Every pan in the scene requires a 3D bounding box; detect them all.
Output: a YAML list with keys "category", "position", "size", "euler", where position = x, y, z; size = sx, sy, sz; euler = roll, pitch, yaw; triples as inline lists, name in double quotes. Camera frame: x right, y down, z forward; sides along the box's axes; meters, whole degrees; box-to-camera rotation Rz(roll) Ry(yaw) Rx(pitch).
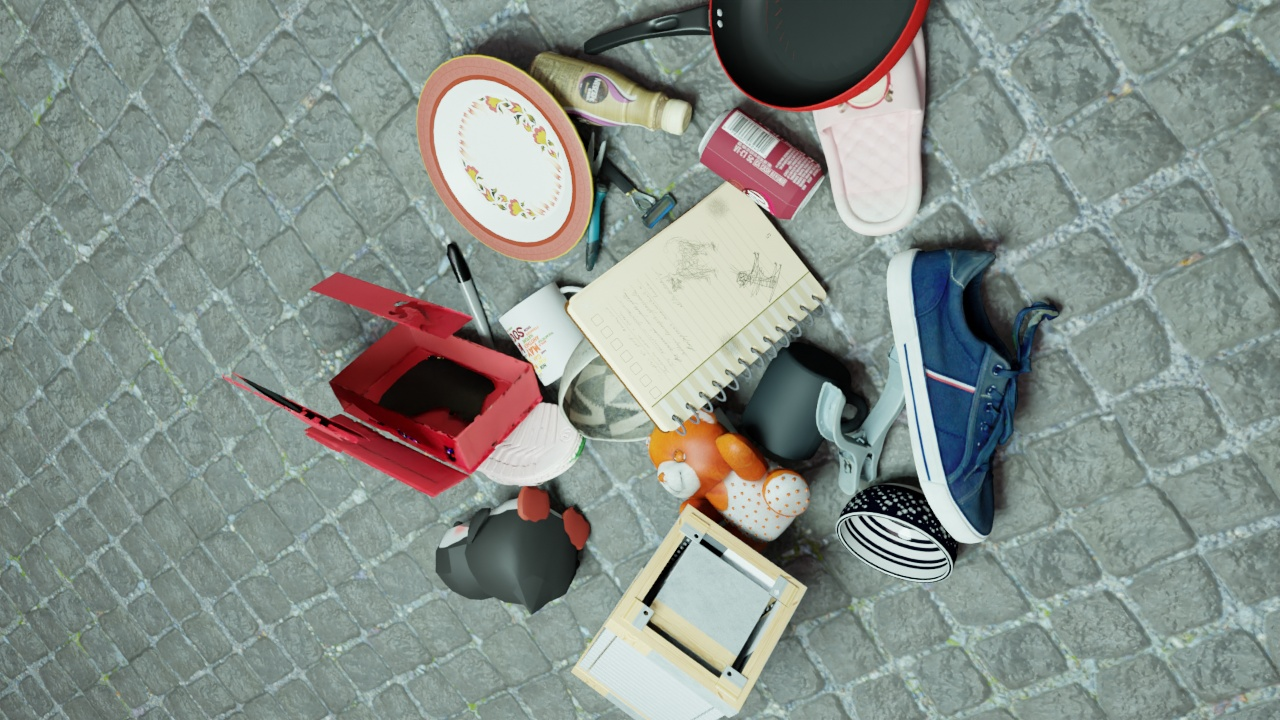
- category: "pan"
  position: [0.096, -0.319, 0.837]
  size: [0.357, 0.067, 0.209]
  euler: [-1, 91, 41]

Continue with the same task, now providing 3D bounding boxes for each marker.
- category: "marker"
  position: [-0.200, -0.071, 1.078]
  size: [0.022, 0.016, 0.139]
  euler: [-1, 112, 54]

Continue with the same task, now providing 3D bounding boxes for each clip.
- category: "clip"
  position: [0.245, 0.048, 0.928]
  size: [0.030, 0.158, 0.174]
  euler: [39, 161, 41]

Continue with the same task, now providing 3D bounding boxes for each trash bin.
- category: "trash bin"
  position: [0.042, 0.290, 0.976]
  size: [0.142, 0.142, 0.248]
  euler: [35, 149, 7]

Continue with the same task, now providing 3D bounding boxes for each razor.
- category: "razor"
  position: [-0.028, -0.197, 0.964]
  size: [0.144, 0.022, 0.042]
  euler: [43, 76, 7]

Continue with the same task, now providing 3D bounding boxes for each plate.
- category: "plate"
  position: [-0.142, -0.211, 0.973]
  size: [0.230, 0.021, 0.230]
  euler: [21, 133, 23]

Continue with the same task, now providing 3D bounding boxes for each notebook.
- category: "notebook"
  position: [0.062, -0.054, 0.890]
  size: [0.167, 0.225, 0.024]
  euler: [52, 161, -2]

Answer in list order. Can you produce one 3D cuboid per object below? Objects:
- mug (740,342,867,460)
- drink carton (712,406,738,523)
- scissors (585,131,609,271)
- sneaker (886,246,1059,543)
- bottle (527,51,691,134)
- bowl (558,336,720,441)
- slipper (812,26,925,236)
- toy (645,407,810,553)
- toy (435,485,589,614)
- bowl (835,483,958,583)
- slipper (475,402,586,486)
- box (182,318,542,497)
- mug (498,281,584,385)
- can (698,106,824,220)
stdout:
- category: "mug"
  position: [0.177, 0.044, 0.940]
  size: [0.121, 0.085, 0.095]
  euler: [17, 116, -15]
- category: "drink carton"
  position: [0.091, 0.115, 1.014]
  size: [0.059, 0.040, 0.122]
  euler: [-35, 93, 27]
- category: "scissors"
  position: [-0.062, -0.162, 0.974]
  size: [0.149, 0.019, 0.123]
  euler: [-27, 91, 44]
- category: "sneaker"
  position: [0.323, 0.033, 0.861]
  size: [0.127, 0.120, 0.294]
  euler: [-4, 104, 36]
- category: "bottle"
  position: [-0.030, -0.262, 0.918]
  size: [0.166, 0.059, 0.060]
  euler: [19, 114, 14]
- category: "bowl"
  position: [-0.006, 0.006, 0.972]
  size: [0.179, 0.178, 0.081]
  euler: [-45, 45, 28]
- category: "slipper"
  position: [0.208, -0.224, 0.841]
  size: [0.107, 0.055, 0.222]
  euler: [-3, 106, 24]
- category: "toy"
  position: [0.079, 0.121, 0.942]
  size: [0.172, 0.092, 0.164]
  euler: [39, 141, 9]
- category: "toy"
  position: [-0.174, 0.246, 1.110]
  size: [0.185, 0.139, 0.159]
  euler: [-18, 138, 36]
- category: "bowl"
  position: [0.269, 0.167, 0.942]
  size: [0.120, 0.066, 0.120]
  euler: [23, 148, 15]
- category: "slipper"
  position: [-0.152, 0.099, 1.073]
  size: [0.240, 0.064, 0.094]
  euler: [4, 66, 39]
- category: "box"
  position: [-0.280, 0.065, 0.967]
  size: [0.211, 0.317, 0.121]
  euler: [20, 116, 31]
- category: "mug"
  position: [-0.088, -0.038, 1.018]
  size: [0.105, 0.073, 0.089]
  euler: [-35, 94, 2]
- category: "can"
  position: [0.116, -0.189, 0.884]
  size: [0.114, 0.063, 0.063]
  euler: [37, 117, 6]
